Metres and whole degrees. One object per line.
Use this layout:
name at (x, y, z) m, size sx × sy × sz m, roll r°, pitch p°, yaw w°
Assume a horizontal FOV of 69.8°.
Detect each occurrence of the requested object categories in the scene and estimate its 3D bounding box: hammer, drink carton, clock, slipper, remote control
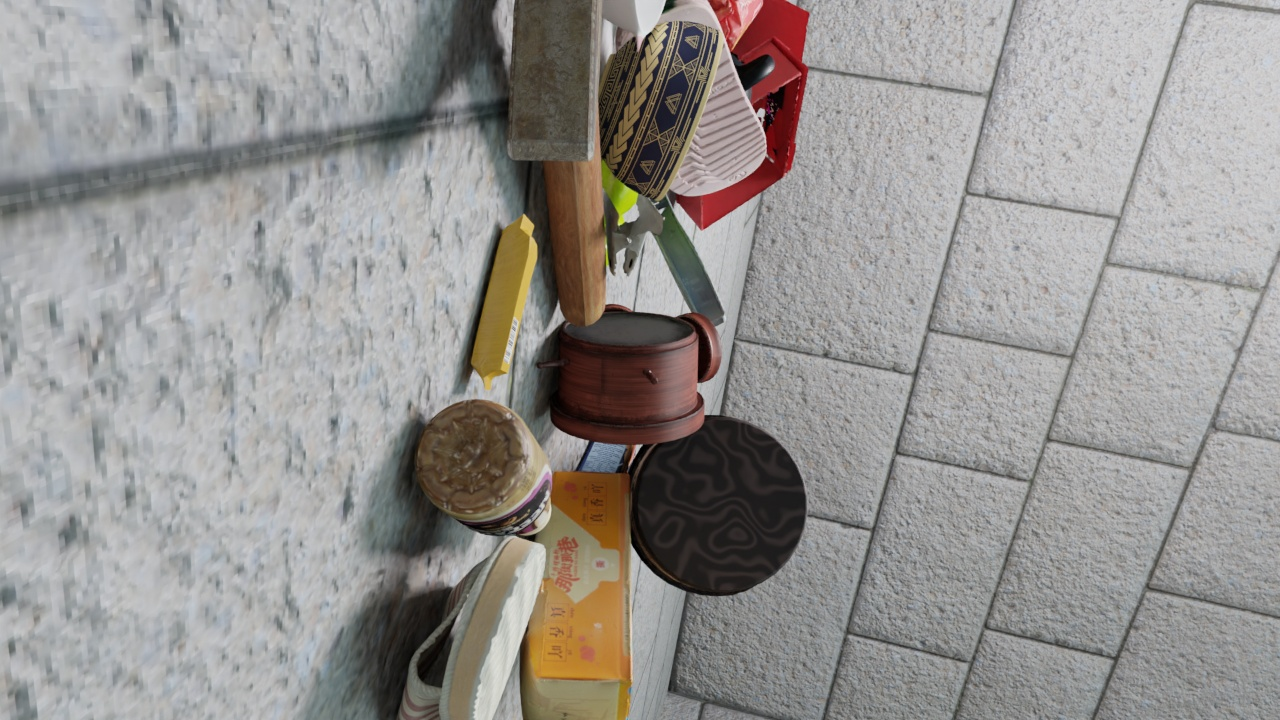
hammer at (-0.039, -0.101, 0.533) m, size 0.301 × 0.037 × 0.157 m, roll 92°, pitch -1°, yaw -65°
drink carton at (-0.038, 0.118, 0.886) m, size 0.129 × 0.040 × 0.064 m, roll -65°, pitch 164°, yaw -54°
clock at (-0.005, 0.004, 0.702) m, size 0.157 × 0.121 × 0.072 m, roll -39°, pitch 133°, yaw -63°
slipper at (0.033, -0.211, 0.723) m, size 0.064 × 0.094 × 0.239 m, roll 66°, pitch 7°, yaw 25°
slipper at (-0.102, 0.177, 0.537) m, size 0.264 × 0.052 × 0.114 m, roll 107°, pitch 4°, yaw -58°
remote control at (-0.031, -0.182, 0.619) m, size 0.033 × 0.012 × 0.131 m, roll -44°, pitch 145°, yaw -74°

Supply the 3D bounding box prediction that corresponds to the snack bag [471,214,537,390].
snack bag at (-0.076, -0.032, 0.512) m, size 0.026 × 0.020 × 0.099 m, roll 69°, pitch 34°, yaw -83°

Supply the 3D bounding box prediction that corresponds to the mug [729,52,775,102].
mug at (0.068, -0.240, 0.834) m, size 0.085 × 0.122 × 0.094 m, roll 55°, pitch 31°, yaw -20°

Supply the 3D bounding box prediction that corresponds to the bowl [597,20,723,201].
bowl at (0.003, -0.166, 0.588) m, size 0.112 × 0.061 × 0.112 m, roll -162°, pitch -89°, yaw -81°

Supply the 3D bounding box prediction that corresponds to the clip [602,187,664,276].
clip at (-0.006, -0.089, 0.623) m, size 0.056 × 0.056 × 0.102 m, roll 60°, pitch 4°, yaw -24°

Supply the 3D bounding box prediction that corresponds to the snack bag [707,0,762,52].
snack bag at (0.062, -0.320, 0.825) m, size 0.176 × 0.082 × 0.082 m, roll -65°, pitch 164°, yaw -55°

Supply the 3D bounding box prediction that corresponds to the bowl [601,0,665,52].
bowl at (-0.013, -0.249, 0.520) m, size 0.114 × 0.050 × 0.114 m, roll 13°, pitch 89°, yaw -81°

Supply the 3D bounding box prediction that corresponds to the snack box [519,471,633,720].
snack box at (-0.050, 0.202, 0.704) m, size 0.194 × 0.080 × 0.145 m, roll -92°, pitch -174°, yaw -53°

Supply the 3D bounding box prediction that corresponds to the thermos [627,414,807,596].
thermos at (0.065, 0.125, 0.798) m, size 0.226 × 0.173 × 0.172 m, roll 77°, pitch 26°, yaw -81°

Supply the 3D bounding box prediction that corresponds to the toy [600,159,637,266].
toy at (-0.021, -0.118, 0.700) m, size 0.094 × 0.036 × 0.094 m, roll 100°, pitch 14°, yaw -48°

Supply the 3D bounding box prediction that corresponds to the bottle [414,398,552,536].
bottle at (-0.078, 0.071, 0.517) m, size 0.166 × 0.060 × 0.059 m, roll 82°, pitch 22°, yaw -71°

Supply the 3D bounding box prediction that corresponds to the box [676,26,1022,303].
box at (0.189, -0.181, 0.993) m, size 0.197 × 0.351 × 0.217 m, roll -38°, pitch 164°, yaw -9°

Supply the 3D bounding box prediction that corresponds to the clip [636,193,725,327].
clip at (0.024, -0.104, 0.745) m, size 0.163 × 0.028 × 0.112 m, roll 63°, pitch 2°, yaw 11°
